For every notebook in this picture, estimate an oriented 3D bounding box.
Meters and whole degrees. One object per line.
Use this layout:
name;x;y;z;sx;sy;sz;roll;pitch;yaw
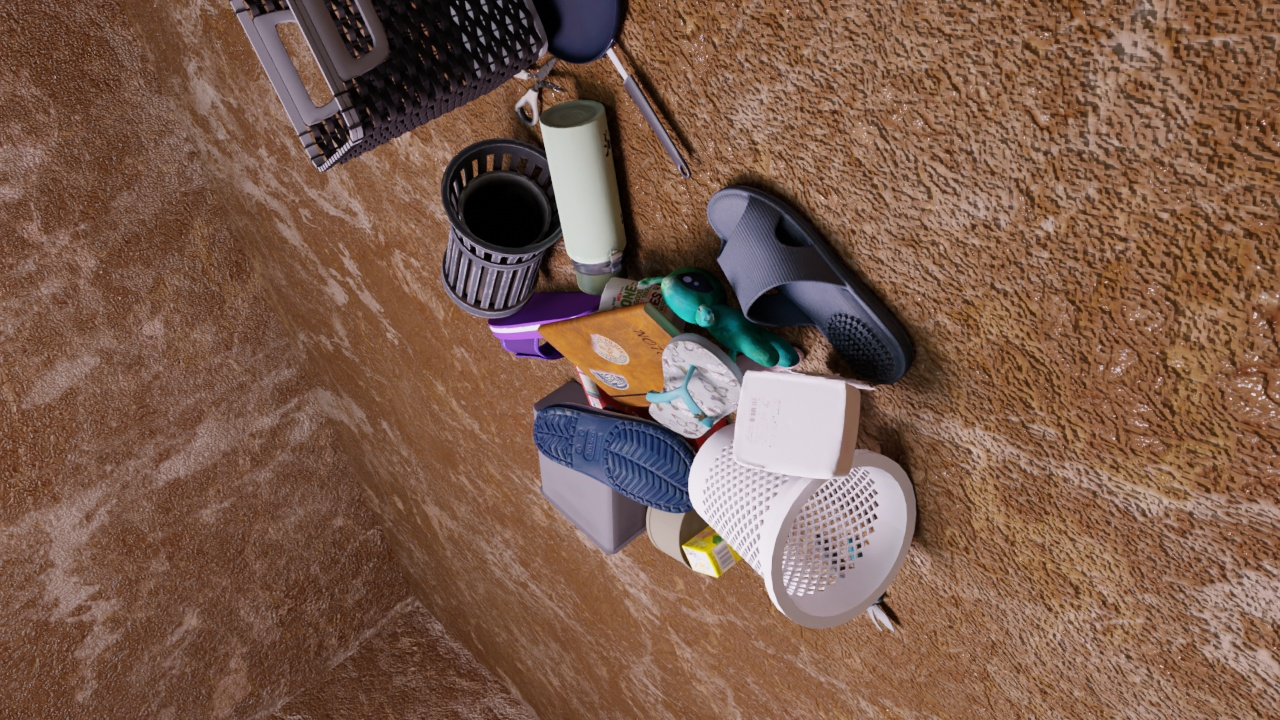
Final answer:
notebook;-0.006;0.005;1.097;0.178;0.014;0.250;42;154;-25

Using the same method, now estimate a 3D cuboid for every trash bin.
trash bin;0.163;0.162;1.029;0.200;0.195;0.195;28;142;56
trash bin;-0.191;-0.163;1.236;0.164;0.164;0.228;51;155;8
trash bin;-0.079;0.174;1.481;0.192;0.097;0.220;37;145;31

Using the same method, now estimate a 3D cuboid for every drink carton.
drink carton;0.124;0.220;1.180;0.059;0.134;0.043;-3;115;60

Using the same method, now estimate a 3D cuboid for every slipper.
slipper;-0.022;0.114;1.215;0.253;0.095;0.105;19;101;21
slipper;-0.120;-0.039;1.316;0.267;0.107;0.084;1;121;51
slipper;0.055;0.051;1.024;0.098;0.054;0.269;28;159;5
slipper;0.148;-0.067;0.898;0.263;0.082;0.101;46;150;14

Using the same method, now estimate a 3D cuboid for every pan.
pan;-0.043;-0.343;0.957;0.356;0.021;0.199;57;152;-2

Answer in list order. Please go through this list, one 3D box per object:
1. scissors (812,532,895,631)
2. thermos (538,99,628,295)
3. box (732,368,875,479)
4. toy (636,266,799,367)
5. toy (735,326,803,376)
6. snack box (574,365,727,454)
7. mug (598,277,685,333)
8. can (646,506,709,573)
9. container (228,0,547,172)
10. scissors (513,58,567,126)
scissors;0.265;0.267;1.138;0.124;0.019;0.157;29;141;40
thermos;-0.059;-0.185;1.092;0.082;0.082;0.232;30;142;39
box;0.170;0.050;0.911;0.109;0.136;0.128;6;86;28
toy;0.079;-0.045;0.969;0.193;0.130;0.072;40;113;31
toy;0.137;0.010;1.033;0.063;0.047;0.110;45;139;13
snack box;0.009;0.042;1.245;0.237;0.060;0.113;15;132;50
mug;0.008;-0.057;1.114;0.090;0.105;0.073;12;98;15
can;0.079;0.217;1.254;0.073;0.127;0.128;17;134;51
container;-0.285;-0.383;1.019;0.246;0.243;0.247;6;123;62
scissors;-0.135;-0.336;1.100;0.162;0.012;0.158;52;159;15
